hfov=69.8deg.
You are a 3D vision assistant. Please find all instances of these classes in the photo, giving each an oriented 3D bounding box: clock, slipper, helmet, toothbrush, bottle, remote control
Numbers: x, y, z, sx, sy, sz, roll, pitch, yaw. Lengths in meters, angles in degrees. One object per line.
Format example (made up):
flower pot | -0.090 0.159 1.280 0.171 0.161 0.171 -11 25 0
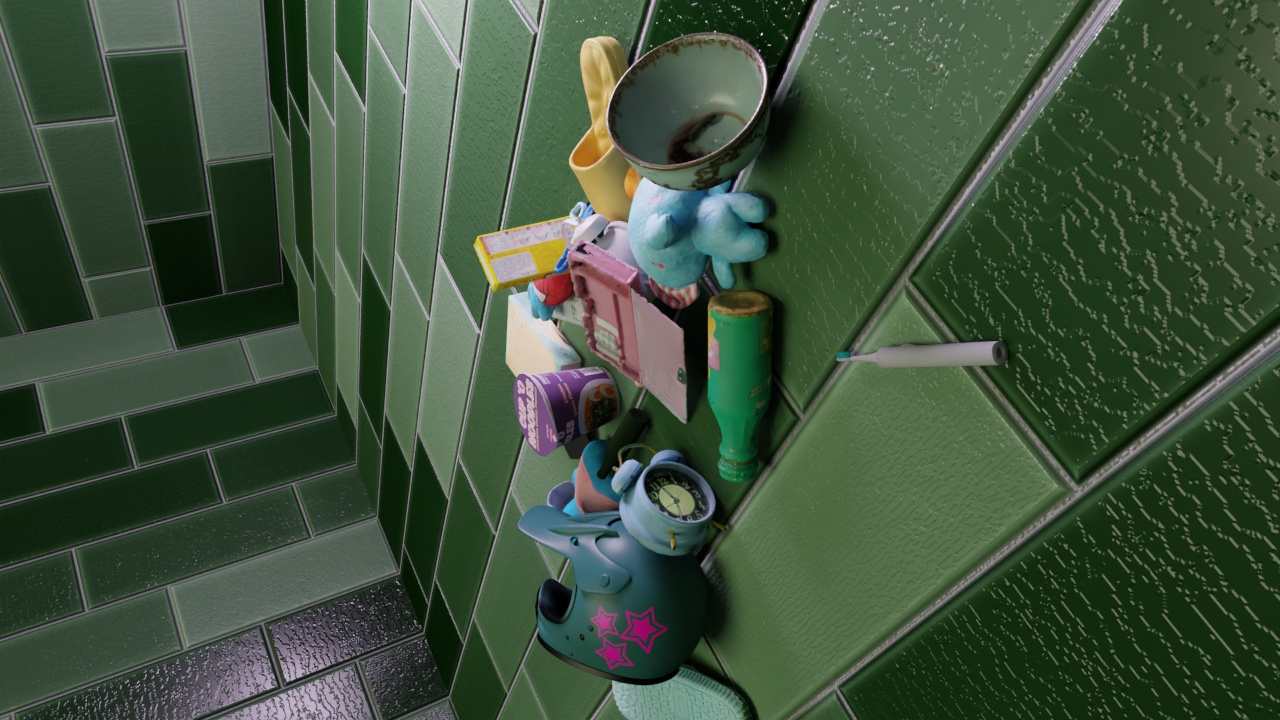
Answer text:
clock | -0.030 -0.123 1.108 0.159 0.061 0.120 34 158 19
clock | 0.027 0.170 1.155 0.162 0.117 0.060 49 133 28
slipper | -0.044 -0.249 1.103 0.099 0.078 0.263 25 128 60
slipper | 0.063 0.478 1.304 0.277 0.069 0.116 -3 101 46
helmet | -0.039 0.297 1.235 0.275 0.176 0.200 10 97 30
toothbrush | 0.233 -0.004 0.791 0.188 0.018 0.019 -3 104 61
bottle | -0.029 0.120 1.278 0.033 0.033 0.123 54 128 33
remote control | -0.113 -0.082 1.373 0.133 0.022 0.050 19 120 57
bottle | 0.106 0.032 0.987 0.068 0.068 0.210 33 131 51
remote control | -0.110 0.093 1.412 0.058 0.013 0.133 -5 117 38

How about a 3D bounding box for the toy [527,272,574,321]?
toy | -0.134 -0.112 1.339 0.133 0.062 0.092 -44 37 46

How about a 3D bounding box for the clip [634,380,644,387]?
clip | -0.008 0.015 1.239 0.060 0.023 0.045 18 119 51

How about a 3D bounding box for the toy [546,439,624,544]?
toy | -0.055 0.232 1.371 0.224 0.098 0.192 41 127 35

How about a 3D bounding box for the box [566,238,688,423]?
box | -0.002 -0.031 1.103 0.179 0.040 0.233 37 159 20

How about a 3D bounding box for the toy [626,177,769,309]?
toy | 0.052 -0.138 0.965 0.181 0.114 0.183 13 111 47

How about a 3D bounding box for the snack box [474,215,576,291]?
snack box | -0.143 -0.148 1.257 0.075 0.152 0.025 66 152 13

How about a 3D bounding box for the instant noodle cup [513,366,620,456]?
instant noodle cup | -0.097 0.065 1.315 0.137 0.121 0.122 38 136 48

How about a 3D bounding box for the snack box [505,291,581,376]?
snack box | -0.161 0.001 1.480 0.193 0.044 0.142 49 144 39

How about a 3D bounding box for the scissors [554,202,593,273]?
scissors | -0.082 -0.173 1.228 0.125 0.013 0.126 -57 30 16

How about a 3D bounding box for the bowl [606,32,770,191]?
bowl | 0.057 -0.224 0.890 0.160 0.160 0.094 53 -177 34
